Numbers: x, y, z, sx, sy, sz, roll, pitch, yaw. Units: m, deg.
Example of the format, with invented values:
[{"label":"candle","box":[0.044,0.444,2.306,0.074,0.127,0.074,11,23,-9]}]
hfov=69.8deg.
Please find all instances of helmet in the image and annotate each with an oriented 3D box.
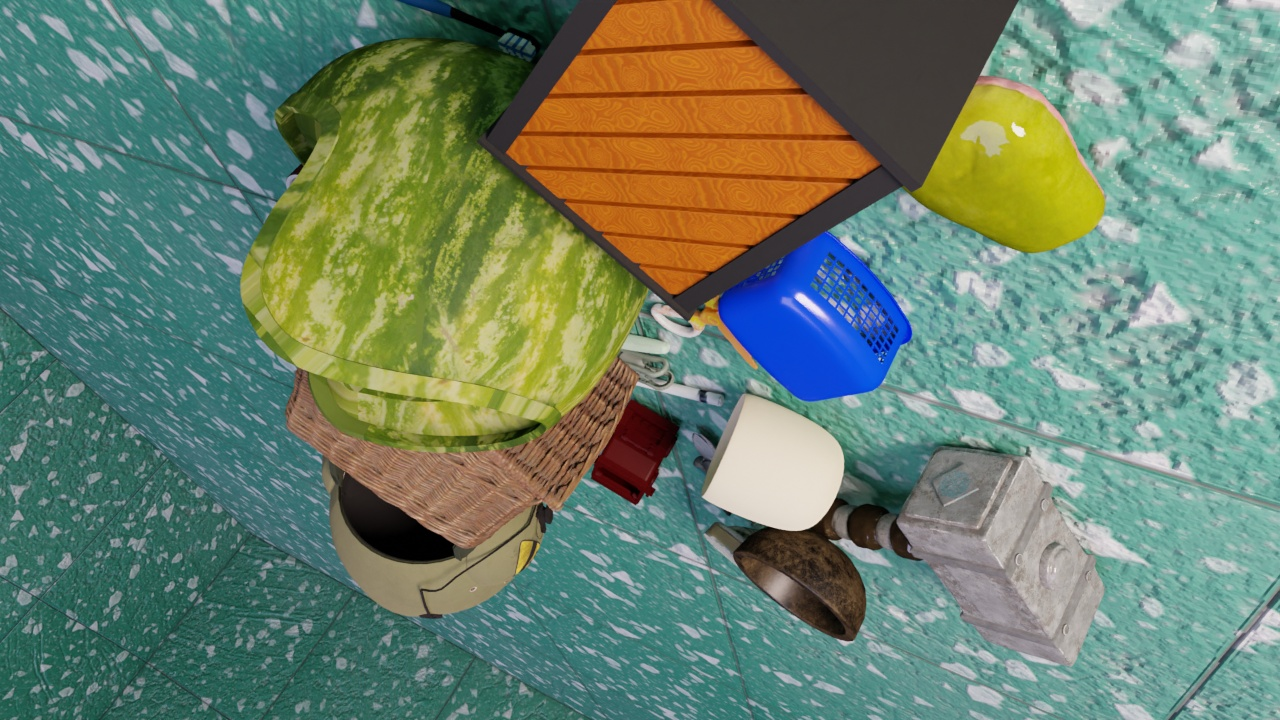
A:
[{"label":"helmet","box":[-0.111,-0.077,0.576,0.243,0.246,0.213,4,162,-4]},{"label":"helmet","box":[-0.207,0.144,0.984,0.250,0.254,0.233,27,148,14]}]

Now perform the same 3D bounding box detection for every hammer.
[{"label":"hammer","box":[0.204,0.144,0.784,0.327,0.079,0.177,3,140,53]}]

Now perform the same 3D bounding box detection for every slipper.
[{"label":"slipper","box":[0.148,0.220,0.951,0.115,0.052,0.263,33,172,37]}]

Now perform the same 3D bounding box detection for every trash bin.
[{"label":"trash bin","box":[0.044,-0.137,0.423,0.139,0.139,0.172,40,152,-12]}]

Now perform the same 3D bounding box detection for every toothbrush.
[{"label":"toothbrush","box":[-0.040,-0.023,0.824,0.155,0.015,0.022,12,176,33]},{"label":"toothbrush","box":[-0.005,0.020,0.855,0.187,0.017,0.012,13,173,33]},{"label":"toothbrush","box":[-0.139,-0.232,0.597,0.168,0.014,0.014,26,156,12]}]

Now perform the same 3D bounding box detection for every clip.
[{"label":"clip","box":[-0.005,0.005,0.826,0.076,0.023,0.044,17,150,32]}]

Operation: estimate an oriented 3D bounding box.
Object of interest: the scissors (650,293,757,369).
[{"label":"scissors","box":[0.054,-0.036,0.711,0.131,0.011,0.125,-2,135,50]}]

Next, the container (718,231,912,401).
[{"label":"container","box":[0.113,-0.025,0.616,0.114,0.058,0.096,44,150,-19]}]

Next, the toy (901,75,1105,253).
[{"label":"toy","box":[0.176,-0.092,0.454,0.110,0.051,0.090,38,154,-15]}]

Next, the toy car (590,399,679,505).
[{"label":"toy car","box":[-0.010,0.107,0.949,0.070,0.061,0.170,30,152,6]}]

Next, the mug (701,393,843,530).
[{"label":"mug","box":[0.115,0.087,0.767,0.100,0.096,0.120,23,-171,2]}]

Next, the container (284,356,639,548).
[{"label":"container","box":[-0.164,0.032,0.765,0.250,0.161,0.184,36,135,-5]}]

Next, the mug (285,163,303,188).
[{"label":"mug","box":[-0.229,-0.140,0.761,0.073,0.082,0.106,18,149,27]}]

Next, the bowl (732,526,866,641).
[{"label":"bowl","box":[0.145,0.179,0.785,0.121,0.056,0.121,35,161,13]}]

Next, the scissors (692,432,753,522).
[{"label":"scissors","box":[0.079,0.119,0.923,0.133,0.019,0.146,35,153,-6]}]
